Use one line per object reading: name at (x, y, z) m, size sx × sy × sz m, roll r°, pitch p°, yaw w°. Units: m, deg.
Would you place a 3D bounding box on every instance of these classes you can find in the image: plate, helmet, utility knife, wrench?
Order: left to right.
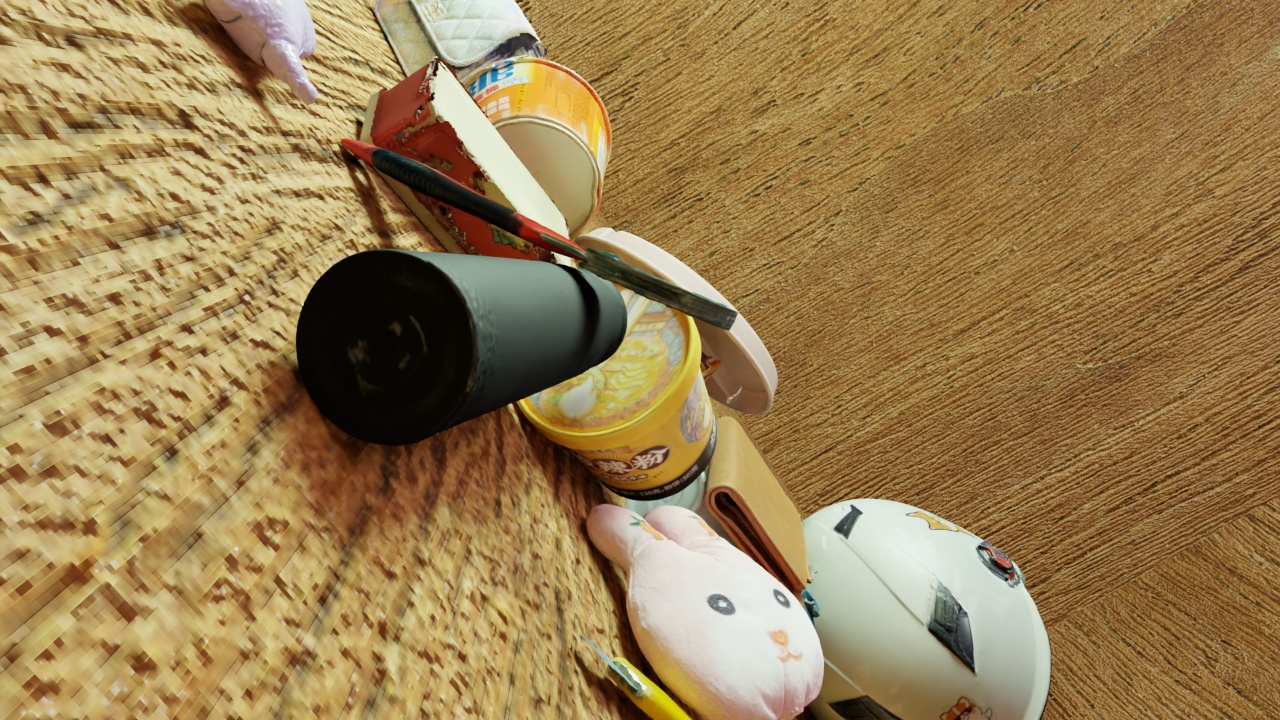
wrench at (-0.068, -0.076, 0.499) m, size 0.273 × 0.016 × 0.056 m, roll 27°, pitch 6°, yaw 25°
plate at (0.032, -0.036, 0.819) m, size 0.229 × 0.028 × 0.230 m, roll 39°, pitch -13°, yaw 10°
utility knife at (0.021, 0.181, 0.448) m, size 0.033 × 0.015 × 0.181 m, roll 28°, pitch -19°, yaw 54°
helmet at (0.206, 0.226, 0.812) m, size 0.157 × 0.230 × 0.274 m, roll 33°, pitch 10°, yaw -25°

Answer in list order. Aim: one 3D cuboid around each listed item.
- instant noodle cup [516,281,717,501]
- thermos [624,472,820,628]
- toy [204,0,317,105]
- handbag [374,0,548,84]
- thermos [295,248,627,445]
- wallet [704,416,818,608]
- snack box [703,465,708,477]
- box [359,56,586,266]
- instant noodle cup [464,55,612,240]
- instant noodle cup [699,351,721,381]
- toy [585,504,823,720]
instant noodle cup at (-0.008, 0.026, 0.597) m, size 0.118 × 0.118 × 0.114 m, roll 62°, pitch 0°, yaw 39°
thermos at (0.070, 0.159, 0.702) m, size 0.220 × 0.070 × 0.070 m, roll 51°, pitch 9°, yaw -38°
toy at (-0.199, -0.184, 0.492) m, size 0.084 × 0.039 × 0.108 m, roll 53°, pitch 5°, yaw -30°
handbag at (-0.190, -0.343, 0.948) m, size 0.193 × 0.134 × 0.075 m, roll 59°, pitch 6°, yaw 28°
thermos at (-0.069, -0.006, 0.430) m, size 0.068 × 0.090 × 0.242 m, roll 53°, pitch 12°, yaw 4°
wallet at (0.083, 0.104, 0.647) m, size 0.108 × 0.031 × 0.131 m, roll 54°, pitch 15°, yaw -10°
snack box at (0.023, 0.062, 0.946) m, size 0.182 × 0.046 × 0.177 m, roll 54°, pitch 6°, yaw -28°
box at (-0.111, -0.124, 0.648) m, size 0.168 × 0.076 × 0.091 m, roll 51°, pitch 20°, yaw -39°
instant noodle cup at (-0.096, -0.170, 0.787) m, size 0.151 × 0.151 × 0.111 m, roll 53°, pitch 16°, yaw -31°
instant noodle cup at (-0.005, 0.005, 0.778) m, size 0.099 × 0.111 × 0.111 m, roll 49°, pitch 5°, yaw 8°
toy at (0.033, 0.133, 0.511) m, size 0.121 × 0.054 × 0.159 m, roll 8°, pitch 29°, yaw -45°
